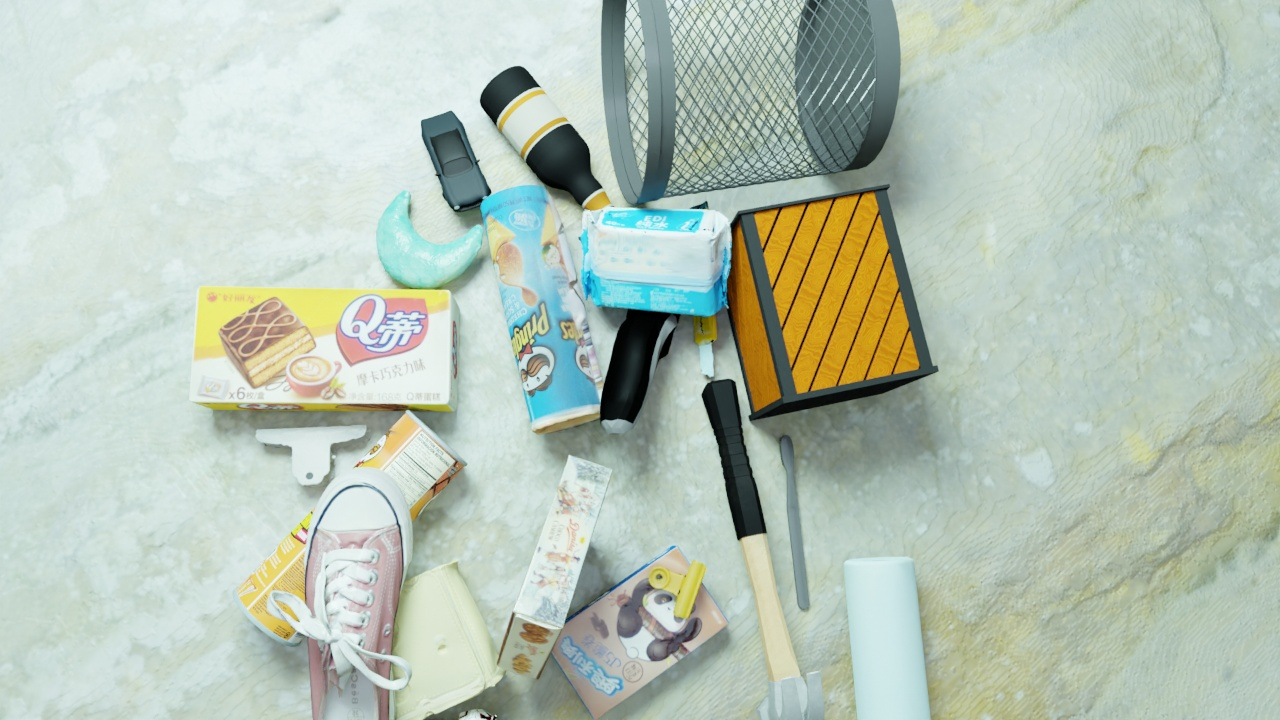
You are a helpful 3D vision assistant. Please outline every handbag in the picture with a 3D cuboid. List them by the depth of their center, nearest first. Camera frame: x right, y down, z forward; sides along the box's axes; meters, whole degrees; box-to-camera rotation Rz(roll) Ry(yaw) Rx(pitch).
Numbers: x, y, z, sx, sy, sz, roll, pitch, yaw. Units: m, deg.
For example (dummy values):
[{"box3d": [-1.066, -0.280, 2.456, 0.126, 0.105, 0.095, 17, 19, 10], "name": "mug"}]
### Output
[{"box3d": [-0.189, 0.252, 0.809, 0.111, 0.081, 0.119, -26, 85, -3], "name": "handbag"}]

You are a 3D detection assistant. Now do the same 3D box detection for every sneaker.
[{"box3d": [-0.234, 0.208, 0.733, 0.118, 0.088, 0.241, 0, 87, 0], "name": "sneaker"}]

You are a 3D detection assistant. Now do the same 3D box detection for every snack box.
[{"box3d": [-0.073, 0.177, 0.776, 0.041, 0.143, 0.146, 19, 53, -1], "name": "snack box"}, {"box3d": [-0.004, 0.249, 0.849, 0.151, 0.034, 0.087, -33, 85, -9], "name": "snack box"}, {"box3d": [-0.288, -0.010, 0.855, 0.230, 0.062, 0.110, 1, 80, -4], "name": "snack box"}]

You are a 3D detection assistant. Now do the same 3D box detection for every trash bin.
[{"box3d": [0.094, -0.265, 0.859, 0.227, 0.218, 0.217, -7, 81, -10], "name": "trash bin"}, {"box3d": [0.164, -0.048, 0.860, 0.139, 0.140, 0.171, -11, 81, -7], "name": "trash bin"}]

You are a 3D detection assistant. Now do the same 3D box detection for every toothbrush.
[{"box3d": [0.149, 0.156, 0.889, 0.013, 0.013, 0.167, -5, 82, -6], "name": "toothbrush"}]

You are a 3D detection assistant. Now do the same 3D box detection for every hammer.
[{"box3d": [0.106, 0.177, 0.842, 0.039, 0.131, 0.327, -9, 72, -7], "name": "hammer"}]

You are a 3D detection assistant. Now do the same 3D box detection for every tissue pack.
[{"box3d": [0.013, -0.096, 0.858, 0.144, 0.093, 0.061, 5, 35, 10], "name": "tissue pack"}]

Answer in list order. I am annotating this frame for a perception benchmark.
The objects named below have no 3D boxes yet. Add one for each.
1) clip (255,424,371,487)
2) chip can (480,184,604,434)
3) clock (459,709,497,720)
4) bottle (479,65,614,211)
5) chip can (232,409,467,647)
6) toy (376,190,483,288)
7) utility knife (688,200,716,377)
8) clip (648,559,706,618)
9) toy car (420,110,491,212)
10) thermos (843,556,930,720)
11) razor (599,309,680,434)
[{"box3d": [-0.305, 0.091, 0.864, 0.102, 0.050, 0.058, -2, 87, -4], "name": "clip"}, {"box3d": [-0.091, -0.048, 0.873, 0.079, 0.080, 0.229, -13, 81, -7], "name": "chip can"}, {"box3d": [-0.153, 0.366, 0.798, 0.155, 0.065, 0.114, -26, 83, 7], "name": "clock"}, {"box3d": [-0.082, -0.204, 0.906, 0.059, 0.059, 0.181, -38, 86, -10], "name": "bottle"}, {"box3d": [-0.257, 0.148, 0.823, 0.075, 0.075, 0.214, 42, 80, 3], "name": "chip can"}, {"box3d": [-0.210, -0.111, 0.891, 0.105, 0.033, 0.085, 25, 84, 9], "name": "toy"}, {"box3d": [0.063, -0.071, 0.914, 0.017, 0.031, 0.179, 1, 80, -41], "name": "utility knife"}, {"box3d": [0.033, 0.202, 0.827, 0.049, 0.045, 0.054, 27, 78, -26], "name": "clip"}, {"box3d": [-0.183, -0.197, 0.901, 0.046, 0.034, 0.112, -21, 68, -8], "name": "toy car"}, {"box3d": [0.229, 0.288, 0.847, 0.078, 0.065, 0.206, -6, 80, 17], "name": "thermos"}, {"box3d": [-0.005, 0.005, 0.854, 0.057, 0.060, 0.155, -4, 37, 25], "name": "razor"}]
